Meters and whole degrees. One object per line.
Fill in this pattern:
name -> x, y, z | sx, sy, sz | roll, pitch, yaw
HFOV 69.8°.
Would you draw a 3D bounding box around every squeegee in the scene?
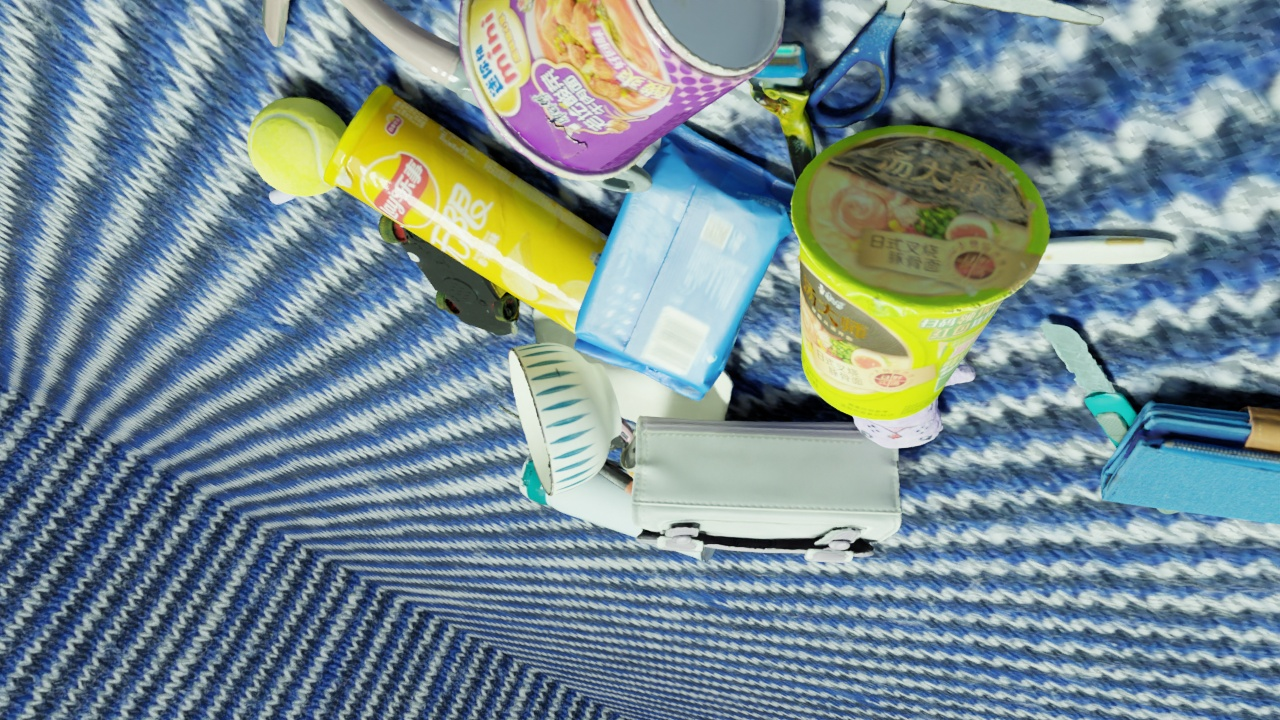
squeegee -> -0.098, -0.158, 0.465 | 0.249, 0.040, 0.248 | 38, 151, -7

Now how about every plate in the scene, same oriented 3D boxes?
plate -> -0.004, 0.004, 0.732 | 0.164, 0.034, 0.164 | 20, 153, 8

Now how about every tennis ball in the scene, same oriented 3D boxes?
tennis ball -> -0.227, -0.143, 0.614 | 0.065, 0.065, 0.066 | 20, 153, 10

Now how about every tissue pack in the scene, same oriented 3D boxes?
tissue pack -> 0.025, -0.054, 0.538 | 0.095, 0.052, 0.157 | 26, 120, 2

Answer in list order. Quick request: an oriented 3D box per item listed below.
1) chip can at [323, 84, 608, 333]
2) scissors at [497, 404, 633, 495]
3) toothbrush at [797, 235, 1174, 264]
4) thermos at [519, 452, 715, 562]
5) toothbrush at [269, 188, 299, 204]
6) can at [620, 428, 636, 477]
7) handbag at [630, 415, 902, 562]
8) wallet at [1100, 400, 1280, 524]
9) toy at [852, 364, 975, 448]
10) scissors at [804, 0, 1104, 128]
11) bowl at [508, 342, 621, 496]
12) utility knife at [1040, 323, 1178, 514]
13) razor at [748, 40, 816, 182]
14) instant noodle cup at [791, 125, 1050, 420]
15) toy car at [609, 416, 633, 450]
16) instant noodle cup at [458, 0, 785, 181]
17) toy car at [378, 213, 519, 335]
chip can -> -0.093, -0.089, 0.597 | 0.213, 0.071, 0.072 | 31, 153, -16
scissors -> -0.056, 0.086, 0.863 | 0.227, 0.015, 0.189 | 36, 177, -25
toothbrush -> 0.174, -0.060, 0.489 | 0.192, 0.018, 0.016 | 2, 148, 33
thermos -> -0.024, 0.148, 0.982 | 0.224, 0.073, 0.073 | 15, 152, 19
toothbrush -> -0.232, -0.136, 0.685 | 0.190, 0.029, 0.021 | -2, 103, 45
can -> 0.051, 0.116, 0.866 | 0.146, 0.058, 0.058 | 38, 151, -26
handbag -> 0.095, 0.107, 0.729 | 0.197, 0.098, 0.145 | 2, 162, 6
wallet -> 0.351, 0.063, 0.534 | 0.133, 0.040, 0.106 | 6, 151, 15
toy -> 0.176, 0.027, 0.619 | 0.084, 0.038, 0.108 | 6, 148, 16
scissors -> 0.096, -0.156, 0.375 | 0.162, 0.012, 0.173 | 29, 155, -6
bowl -> -0.054, 0.039, 0.701 | 0.066, 0.116, 0.117 | -15, 158, -15
utility knife -> 0.299, 0.042, 0.570 | 0.029, 0.013, 0.223 | -10, 137, 45
razor -> 0.079, -0.102, 0.453 | 0.043, 0.022, 0.143 | 15, 152, 34
instant noodle cup -> 0.126, -0.032, 0.457 | 0.112, 0.111, 0.124 | 17, 149, 15
toy car -> -0.057, 0.046, 0.856 | 0.122, 0.037, 0.056 | 21, 159, 35
instant noodle cup -> -0.004, -0.139, 0.373 | 0.111, 0.111, 0.099 | 39, 154, -27
toy car -> -0.138, -0.074, 0.691 | 0.071, 0.041, 0.156 | 10, 149, 27
